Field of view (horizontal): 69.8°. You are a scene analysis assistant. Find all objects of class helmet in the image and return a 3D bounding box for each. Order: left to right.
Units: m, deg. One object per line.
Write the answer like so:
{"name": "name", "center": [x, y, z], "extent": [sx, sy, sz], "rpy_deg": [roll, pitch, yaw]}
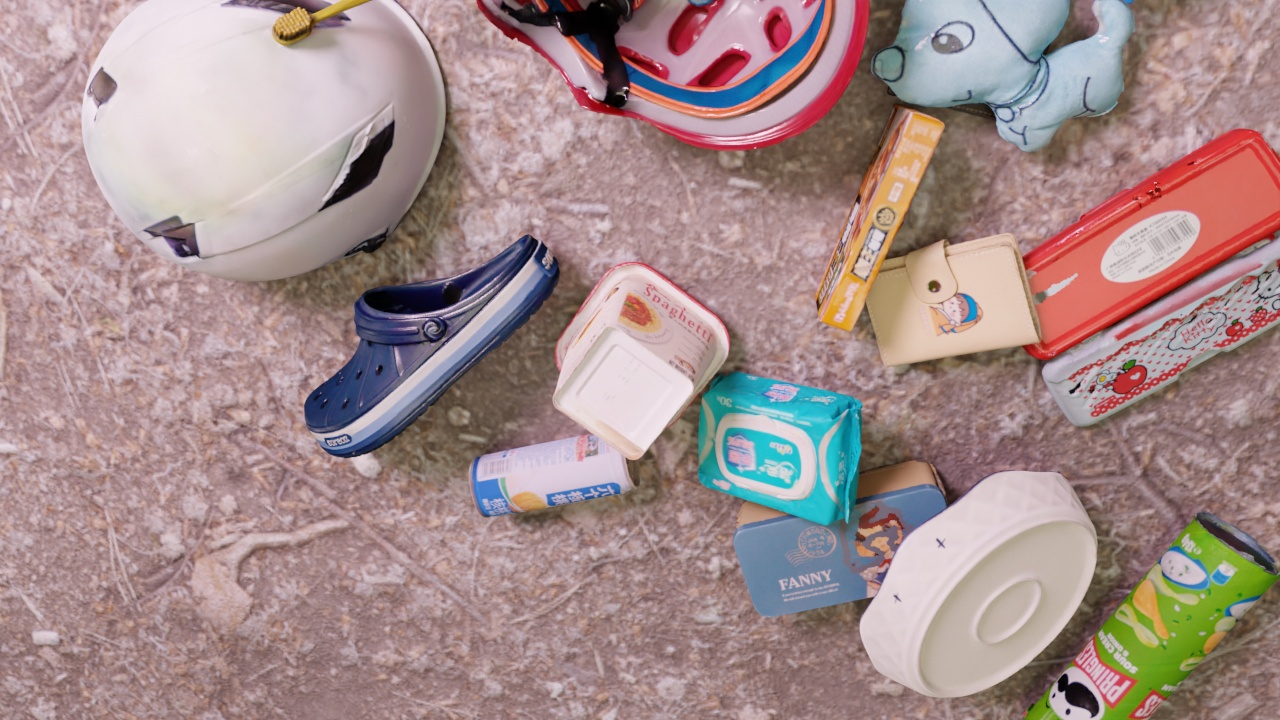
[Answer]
{"name": "helmet", "center": [-0.280, -0.164, 0.652], "extent": [0.259, 0.145, 0.229], "rpy_deg": [-19, 106, 13]}
{"name": "helmet", "center": [0.031, -0.259, 0.578], "extent": [0.240, 0.143, 0.208], "rpy_deg": [34, 132, -21]}

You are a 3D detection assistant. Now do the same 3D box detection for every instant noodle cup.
{"name": "instant noodle cup", "center": [-0.004, 0.004, 0.685], "extent": [0.116, 0.124, 0.117], "rpy_deg": [36, 109, -6]}

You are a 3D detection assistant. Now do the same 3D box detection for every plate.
{"name": "plate", "center": [0.265, 0.177, 0.698], "extent": [0.204, 0.045, 0.205], "rpy_deg": [-13, 124, -20]}

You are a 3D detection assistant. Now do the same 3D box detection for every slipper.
{"name": "slipper", "center": [-0.177, -0.019, 0.710], "extent": [0.253, 0.105, 0.095], "rpy_deg": [-35, 109, 15]}

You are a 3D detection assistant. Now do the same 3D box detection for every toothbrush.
{"name": "toothbrush", "center": [-0.159, -0.257, 0.612], "extent": [0.189, 0.017, 0.015], "rpy_deg": [-36, 99, -22]}

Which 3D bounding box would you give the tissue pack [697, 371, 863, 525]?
{"name": "tissue pack", "center": [0.109, 0.066, 0.706], "extent": [0.134, 0.050, 0.093], "rpy_deg": [12, 114, 34]}

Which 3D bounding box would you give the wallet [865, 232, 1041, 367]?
{"name": "wallet", "center": [0.223, -0.044, 0.670], "extent": [0.115, 0.024, 0.087], "rpy_deg": [-11, 101, 38]}

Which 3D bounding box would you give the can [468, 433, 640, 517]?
{"name": "can", "center": [-0.071, 0.094, 0.763], "extent": [0.135, 0.053, 0.053], "rpy_deg": [-12, 107, 12]}

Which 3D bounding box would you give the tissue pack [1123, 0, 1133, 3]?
{"name": "tissue pack", "center": [0.314, -0.312, 0.565], "extent": [0.095, 0.052, 0.157], "rpy_deg": [31, 103, -1]}

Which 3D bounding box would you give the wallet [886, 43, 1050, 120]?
{"name": "wallet", "center": [0.235, -0.232, 0.627], "extent": [0.096, 0.020, 0.122], "rpy_deg": [15, 113, 2]}

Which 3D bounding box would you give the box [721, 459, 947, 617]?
{"name": "box", "center": [0.160, 0.145, 0.746], "extent": [0.184, 0.062, 0.090], "rpy_deg": [-18, 105, 12]}

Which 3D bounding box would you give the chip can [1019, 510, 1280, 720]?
{"name": "chip can", "center": [0.404, 0.233, 0.738], "extent": [0.072, 0.072, 0.236], "rpy_deg": [27, 110, -2]}

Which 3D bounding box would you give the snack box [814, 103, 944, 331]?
{"name": "snack box", "center": [0.165, -0.101, 0.650], "extent": [0.026, 0.075, 0.154], "rpy_deg": [20, 111, 0]}

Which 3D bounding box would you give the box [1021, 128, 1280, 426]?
{"name": "box", "center": [0.372, -0.050, 0.655], "extent": [0.201, 0.058, 0.161], "rpy_deg": [-34, 105, 18]}

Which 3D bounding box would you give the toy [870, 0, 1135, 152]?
{"name": "toy", "center": [0.237, -0.205, 0.601], "extent": [0.161, 0.049, 0.156], "rpy_deg": [-28, 114, 12]}
